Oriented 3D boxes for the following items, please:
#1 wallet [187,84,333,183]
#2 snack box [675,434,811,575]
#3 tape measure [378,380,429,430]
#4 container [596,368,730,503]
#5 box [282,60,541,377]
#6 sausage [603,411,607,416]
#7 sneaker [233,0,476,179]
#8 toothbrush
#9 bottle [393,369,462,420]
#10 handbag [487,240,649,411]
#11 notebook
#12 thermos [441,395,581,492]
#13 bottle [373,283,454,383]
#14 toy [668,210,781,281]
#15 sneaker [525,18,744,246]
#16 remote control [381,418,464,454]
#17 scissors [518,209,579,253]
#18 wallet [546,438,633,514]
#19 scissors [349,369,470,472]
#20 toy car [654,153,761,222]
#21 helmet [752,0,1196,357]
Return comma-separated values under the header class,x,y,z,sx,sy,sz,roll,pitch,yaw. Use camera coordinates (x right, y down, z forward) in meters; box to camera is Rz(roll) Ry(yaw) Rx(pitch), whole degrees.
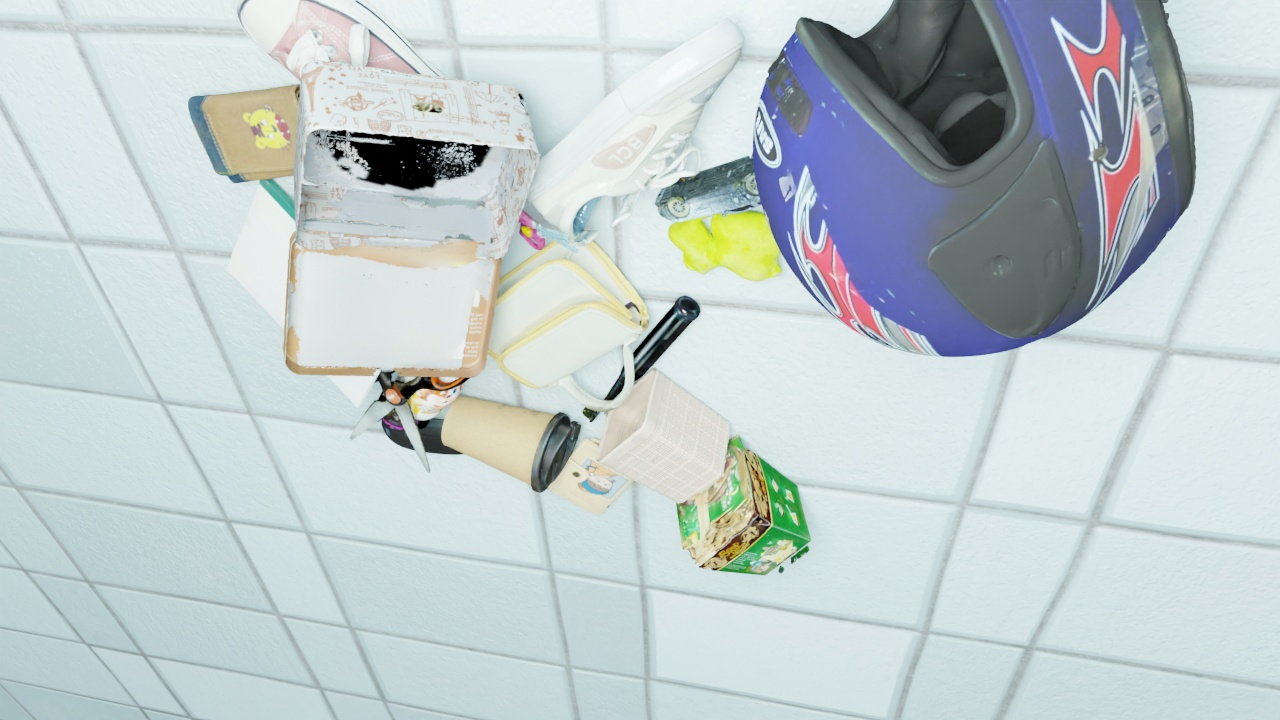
class,x,y,z,sx,sy,sz,roll,pitch,yaw
wallet,-0.350,-0.208,0.853,0.115,0.033,0.090,-2,130,14
snack box,0.118,0.171,1.013,0.105,0.117,0.118,26,126,-28
tape measure,-0.276,0.053,1.065,0.058,0.039,0.057,12,134,5
container,0.028,0.085,0.973,0.111,0.089,0.090,33,132,-18
box,-0.200,-0.100,0.766,0.178,0.110,0.260,1,142,-23
sausage,0.009,0.108,1.046,0.020,0.020,0.156,-28,119,35
sneaker,-0.232,-0.226,0.761,0.241,0.087,0.119,35,132,-18
toothbrush,-0.006,0.006,0.952,0.027,0.026,0.213,39,132,-4
bottle,-0.224,0.020,1.002,0.063,0.063,0.109,38,131,-19
handbag,-0.067,-0.019,0.913,0.164,0.063,0.179,-29,113,36
notebook,-0.335,-0.066,0.938,0.209,0.012,0.151,47,131,4
thermos,-0.145,0.088,1.031,0.143,0.092,0.093,18,135,12
bottle,-0.255,-0.040,0.971,0.195,0.043,0.080,-29,111,34
toy,0.079,-0.106,0.820,0.100,0.031,0.097,-16,123,29
sneaker,-0.001,-0.171,0.739,0.243,0.089,0.091,-30,103,40
remote control,-0.251,0.092,1.104,0.136,0.024,0.053,4,132,12
scissors,-0.093,-0.122,0.811,0.073,0.017,0.137,53,168,-25
wallet,-0.056,0.136,1.090,0.087,0.024,0.115,26,135,-15
scissors,-0.258,0.019,0.964,0.235,0.021,0.221,-25,105,32
toy car,0.071,-0.144,0.772,0.121,0.054,0.037,-10,126,25
helmet,0.191,-0.143,0.597,0.241,0.246,0.315,-27,128,13
